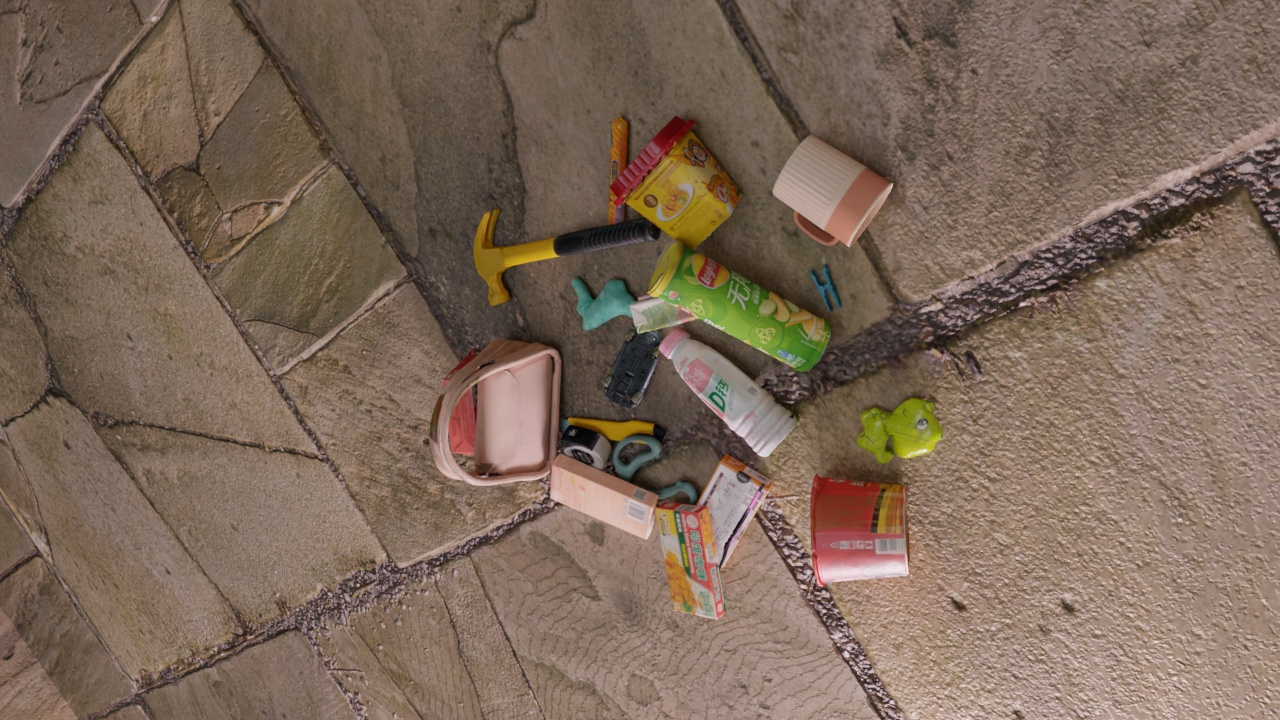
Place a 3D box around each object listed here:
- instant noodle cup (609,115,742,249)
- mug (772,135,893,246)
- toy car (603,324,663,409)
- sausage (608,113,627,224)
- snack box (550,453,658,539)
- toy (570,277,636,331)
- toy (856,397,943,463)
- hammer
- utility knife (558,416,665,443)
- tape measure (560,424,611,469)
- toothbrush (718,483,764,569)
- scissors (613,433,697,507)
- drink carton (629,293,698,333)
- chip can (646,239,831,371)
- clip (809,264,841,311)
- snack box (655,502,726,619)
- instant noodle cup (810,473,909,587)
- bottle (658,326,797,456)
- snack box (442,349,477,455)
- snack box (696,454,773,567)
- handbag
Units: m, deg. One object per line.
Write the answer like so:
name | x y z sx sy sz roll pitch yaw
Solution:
instant noodle cup | 0.047 -0.204 1.084 0.123 0.116 0.116 43 122 -8
mug | 0.210 -0.181 1.032 0.106 0.081 0.115 36 150 11
toy car | -0.007 0.007 1.233 0.054 0.036 0.121 29 110 14
sausage | -0.028 -0.227 1.158 0.021 0.021 0.165 12 114 22
snack box | -0.053 0.195 1.309 0.157 0.026 0.085 22 138 13
toy | -0.052 -0.077 1.225 0.092 0.030 0.096 -31 88 30
toy | 0.314 0.086 1.107 0.100 0.031 0.097 16 115 25
hammer | -0.105 -0.151 1.204 0.301 0.032 0.129 -5 107 35
utility knife | -0.062 0.094 1.304 0.216 0.015 0.033 5 108 25
tape measure | -0.075 0.126 1.301 0.066 0.033 0.066 14 144 21
toothbrush | 0.124 0.233 1.236 0.018 0.014 0.190 35 122 20
scissors | -0.008 0.160 1.295 0.177 0.019 0.171 -6 117 33
drink carton | 0.051 -0.072 1.162 0.123 0.053 0.045 -12 102 29
chip can | 0.119 -0.061 1.080 0.221 0.072 0.073 26 121 -11
clip | 0.223 -0.086 1.095 0.047 0.014 0.057 -20 101 29
snack box | 0.069 0.275 1.264 0.077 0.026 0.156 -1 104 41
instant noodle cup | 0.270 0.209 1.121 0.109 0.137 0.138 -3 108 18
bottle | 0.108 0.035 1.170 0.197 0.068 0.068 43 122 9
snack box | -0.237 0.057 1.320 0.044 0.126 0.113 1 111 10
snack box | 0.114 0.207 1.256 0.075 0.026 0.154 31 121 12
handbag | -0.200 0.079 1.230 0.093 0.233 0.193 6 102 24
